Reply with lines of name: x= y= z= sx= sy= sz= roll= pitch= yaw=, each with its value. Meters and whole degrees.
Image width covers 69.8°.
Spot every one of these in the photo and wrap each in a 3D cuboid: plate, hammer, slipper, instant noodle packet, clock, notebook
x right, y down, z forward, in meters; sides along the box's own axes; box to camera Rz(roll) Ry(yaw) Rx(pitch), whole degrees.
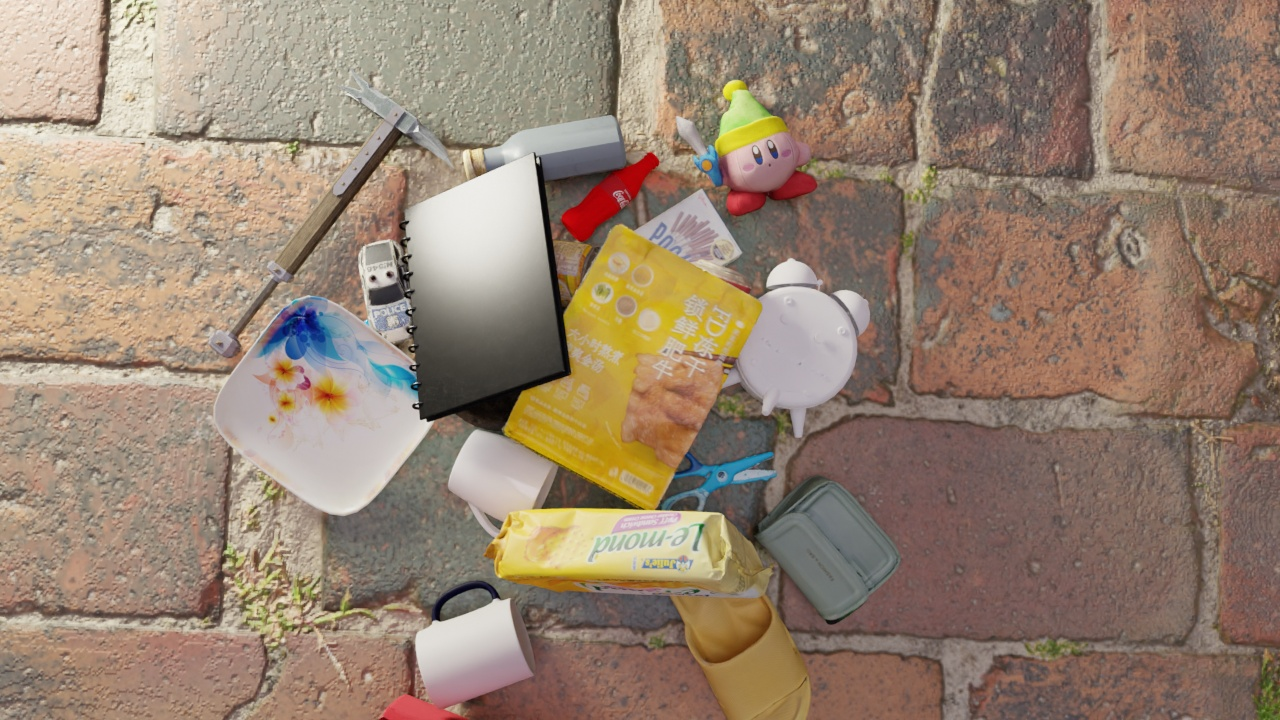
plate: x=-0.314 y=0.046 z=0.924 sx=0.187 sy=0.016 sz=0.187 roll=39 pitch=97 yaw=-8
hammer: x=-0.333 y=-0.131 z=0.942 sx=0.147 sy=0.028 sz=0.317 roll=36 pitch=88 yaw=7
slipper: x=0.096 y=0.273 z=0.924 sx=0.099 sy=0.078 sz=0.263 roll=-29 pitch=90 yaw=-7
instant noodle packet: x=-0.005 y=0.005 z=0.867 sx=0.163 sy=0.084 sz=0.221 roll=29 pitch=95 yaw=0
clock: x=0.159 y=-0.015 z=0.943 sx=0.125 sy=0.073 sz=0.161 roll=29 pitch=86 yaw=-1
notebook: x=-0.157 y=-0.070 z=0.883 sx=0.169 sy=0.019 sz=0.231 roll=-18 pitch=67 yaw=21

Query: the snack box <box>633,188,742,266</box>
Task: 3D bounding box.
snack box: x=0.023 y=-0.106 z=0.964 sx=0.150 sy=0.026 sz=0.082 roll=-33 pitch=89 yaw=-3

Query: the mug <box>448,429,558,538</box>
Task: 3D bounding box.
mug: x=-0.143 y=0.131 z=0.926 sx=0.087 sy=0.080 sz=0.114 roll=23 pitch=117 yaw=4

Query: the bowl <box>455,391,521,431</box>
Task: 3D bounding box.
bowl: x=-0.141 y=0.006 z=0.933 sx=0.121 sy=0.056 sz=0.121 roll=0 pitch=102 yaw=0

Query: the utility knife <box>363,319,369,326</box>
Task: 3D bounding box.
utility knife: x=-0.300 y=-0.011 z=0.949 sx=0.209 sy=0.015 sz=0.031 roll=-37 pitch=92 yaw=-4

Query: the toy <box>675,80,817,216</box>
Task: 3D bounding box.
toy: x=0.109 y=-0.223 z=0.959 sx=0.124 sy=0.096 sz=0.131 roll=-18 pitch=107 yaw=2

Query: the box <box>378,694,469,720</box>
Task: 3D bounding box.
box: x=-0.146 y=0.389 z=0.791 sx=0.211 sy=0.315 sz=0.124 roll=23 pitch=97 yaw=-2

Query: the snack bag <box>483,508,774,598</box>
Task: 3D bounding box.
snack bag: x=-0.011 y=0.179 z=0.850 sx=0.248 sy=0.159 sz=0.068 roll=-2 pitch=72 yaw=18

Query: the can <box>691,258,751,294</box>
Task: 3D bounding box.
can: x=0.055 y=-0.015 z=0.929 sx=0.067 sy=0.067 sz=0.170 roll=19 pitch=97 yaw=-2

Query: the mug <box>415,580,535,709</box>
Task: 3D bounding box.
mug: x=-0.167 y=0.277 z=0.917 sx=0.097 sy=0.079 sz=0.111 roll=-19 pitch=60 yaw=-4

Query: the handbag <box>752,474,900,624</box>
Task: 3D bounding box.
handbag: x=0.192 y=0.190 z=0.938 sx=0.106 sy=0.067 sz=0.122 roll=-41 pitch=90 yaw=-3

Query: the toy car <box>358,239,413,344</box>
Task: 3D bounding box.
toy car: x=-0.258 y=-0.071 z=0.934 sx=0.048 sy=0.040 sz=0.112 roll=-14 pitch=75 yaw=-3

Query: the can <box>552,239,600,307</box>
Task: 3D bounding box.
can: x=-0.095 y=-0.090 z=0.925 sx=0.105 sy=0.067 sz=0.067 roll=10 pitch=86 yaw=14

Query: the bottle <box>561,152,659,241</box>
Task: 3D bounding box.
bottle: x=-0.029 y=-0.174 z=0.960 sx=0.119 sy=0.036 sz=0.036 roll=-42 pitch=90 yaw=-5

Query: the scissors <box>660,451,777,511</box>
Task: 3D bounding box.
scissors: x=0.078 y=0.112 z=0.963 sx=0.141 sy=0.014 sz=0.090 roll=-22 pitch=91 yaw=-1

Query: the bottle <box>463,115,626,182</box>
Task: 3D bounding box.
bottle: x=-0.099 y=-0.211 z=0.941 sx=0.161 sy=0.072 sz=0.046 roll=-11 pitch=126 yaw=-3
